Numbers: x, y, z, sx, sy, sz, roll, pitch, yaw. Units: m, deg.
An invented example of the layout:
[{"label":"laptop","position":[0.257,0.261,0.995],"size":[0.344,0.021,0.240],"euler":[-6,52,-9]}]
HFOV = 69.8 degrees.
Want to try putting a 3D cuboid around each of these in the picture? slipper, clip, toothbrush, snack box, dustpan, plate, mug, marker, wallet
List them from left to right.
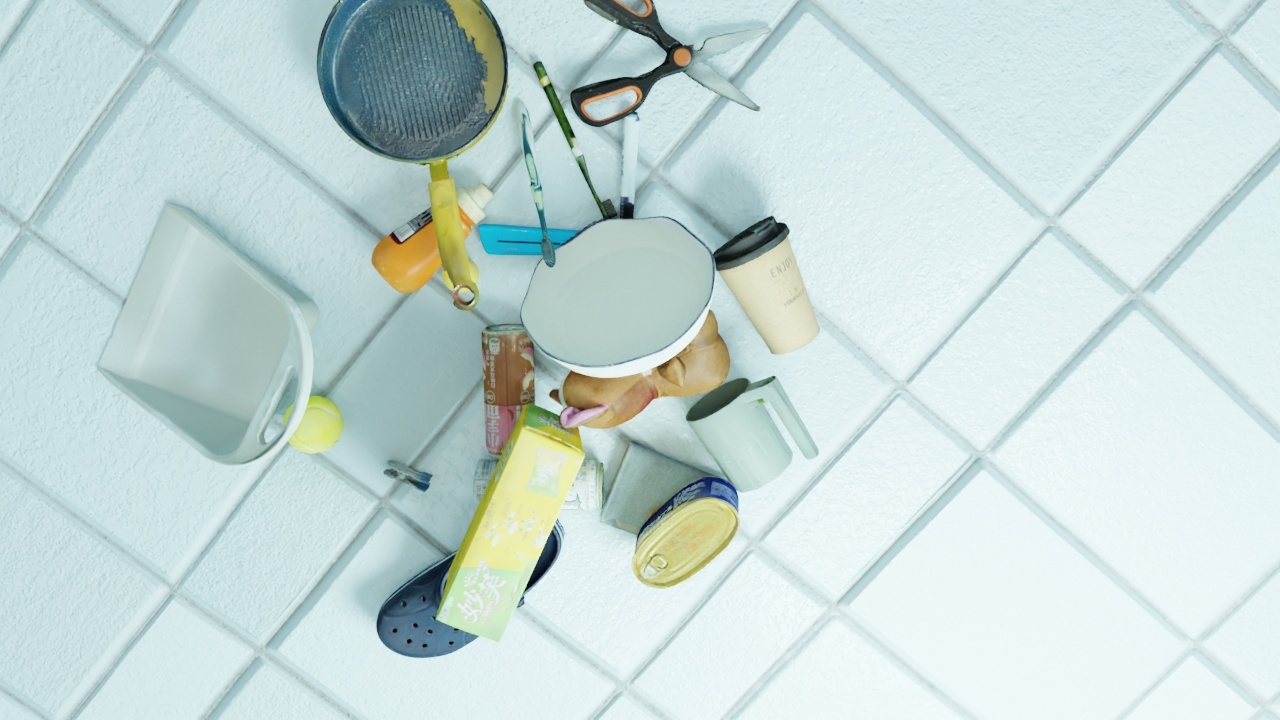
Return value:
[{"label":"dustpan","position":[-0.461,-0.012,0.985],"size":[0.257,0.142,0.223],"euler":[27,100,-6]},{"label":"clip","position":[-0.272,0.133,1.072],"size":[0.058,0.025,0.036],"euler":[21,108,0]},{"label":"slipper","position":[-0.194,0.270,1.065],"size":[0.253,0.095,0.105],"euler":[-36,96,3]},{"label":"snack box","position":[-0.131,0.159,0.945],"size":[0.070,0.157,0.210],"euler":[24,93,-8]},{"label":"toothbrush","position":[-0.114,-0.191,0.979],"size":[0.016,0.018,0.191],"euler":[-13,80,8]},{"label":"toothbrush","position":[-0.071,-0.239,1.002],"size":[0.017,0.012,0.186],"euler":[-25,100,-1]},{"label":"plate","position":[-0.020,-0.064,0.946],"size":[0.205,0.204,0.045],"euler":[-19,138,4]},{"label":"marker","position":[-0.012,-0.205,1.004],"size":[0.018,0.023,0.131],"euler":[-3,104,-26]},{"label":"wallet","position":[0.028,0.167,1.070],"size":[0.129,0.037,0.106],"euler":[22,100,-4]},{"label":"mug","position":[0.126,0.079,1.017],"size":[0.124,0.083,0.103],"euler":[-22,106,42]}]

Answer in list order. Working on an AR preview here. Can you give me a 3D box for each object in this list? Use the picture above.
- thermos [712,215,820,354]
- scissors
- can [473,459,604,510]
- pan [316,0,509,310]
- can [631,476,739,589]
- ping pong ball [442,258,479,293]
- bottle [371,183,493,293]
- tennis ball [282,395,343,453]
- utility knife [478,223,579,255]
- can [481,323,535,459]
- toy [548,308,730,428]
[{"label":"thermos","position":[0.139,-0.081,0.997],"size":[0.093,0.093,0.143],"euler":[-28,107,5]},{"label":"scissors","position":[0.021,-0.322,0.977],"size":[0.232,0.021,0.221],"euler":[-40,96,0]},{"label":"can","position":[-0.116,0.143,1.055],"size":[0.147,0.058,0.058],"euler":[1,101,0]},{"label":"pan","position":[-0.217,-0.227,0.953],"size":[0.198,0.078,0.357],"euler":[-13,95,1]},{"label":"can","position":[0.050,0.193,1.028],"size":[0.074,0.049,0.148],"euler":[38,114,-12]},{"label":"ping pong ball","position":[-0.199,-0.095,1.017],"size":[0.040,0.040,0.040],"euler":[0,101,0]},{"label":"bottle","position":[-0.221,-0.139,1.000],"size":[0.149,0.067,0.067],"euler":[-41,98,0]},{"label":"tennis ball","position":[-0.370,0.072,1.038],"size":[0.065,0.065,0.065],"euler":[0,101,0]},{"label":"utility knife","position":[-0.068,-0.131,1.021],"size":[0.223,0.018,0.034],"euler":[2,102,-2]},{"label":"can","position":[-0.148,0.035,1.033],"size":[0.058,0.058,0.147],"euler":[0,101,0]},{"label":"toy","position":[-0.006,0.006,0.984],"size":[0.199,0.140,0.130],"euler":[-29,98,-1]}]
